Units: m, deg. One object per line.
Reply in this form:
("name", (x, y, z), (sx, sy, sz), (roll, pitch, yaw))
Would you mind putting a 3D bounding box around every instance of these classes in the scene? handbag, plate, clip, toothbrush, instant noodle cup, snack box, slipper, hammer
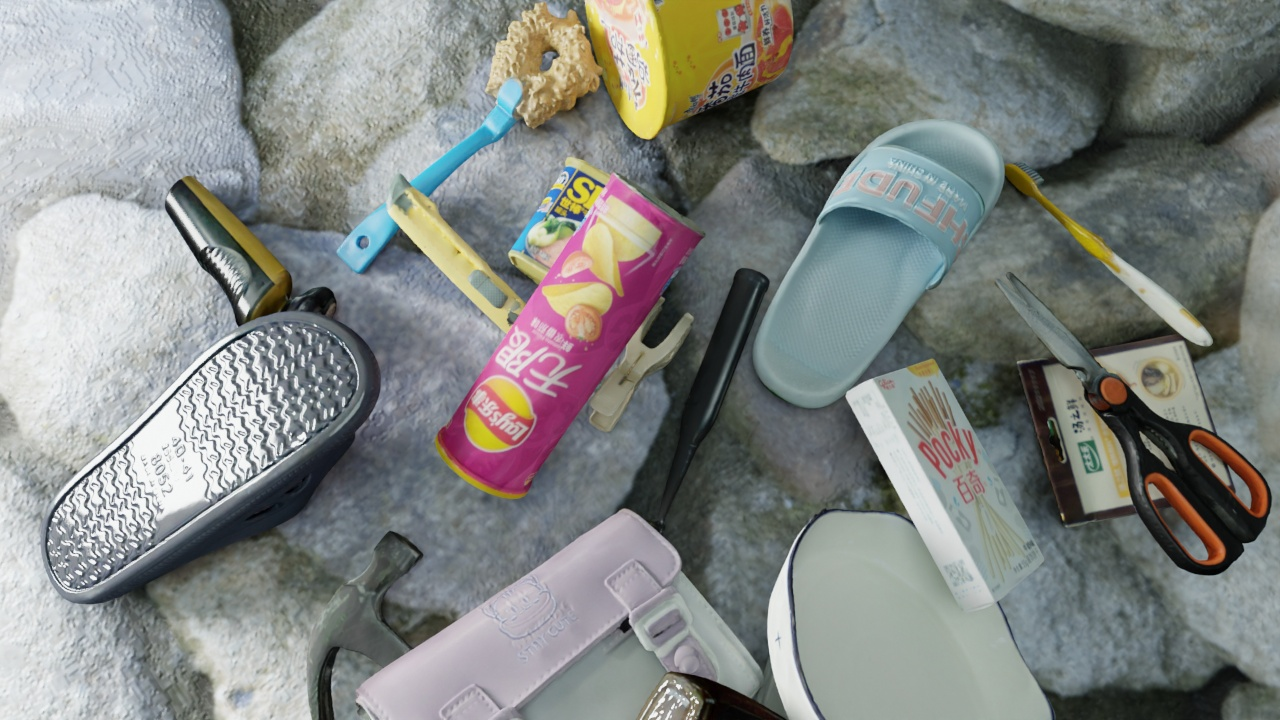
("handbag", (-0.046, 0.195, 0.539), (0.196, 0.099, 0.145), (-31, 70, -29))
("plate", (0.157, 0.185, 0.543), (0.204, 0.046, 0.204), (23, 41, -22))
("clip", (-0.003, 0.002, 0.637), (0.034, 0.072, 0.100), (35, 75, 7))
("toothbrush", (0.042, 0.034, 0.638), (0.026, 0.027, 0.212), (12, 73, 40))
("instant noodle cup", (0.036, -0.239, 0.653), (0.109, 0.138, 0.138), (-20, 77, -13))
("snack box", (0.320, 0.048, 0.624), (0.125, 0.053, 0.113), (-10, 77, -3))
("toothbrush", (0.330, -0.080, 0.652), (0.018, 0.016, 0.191), (-28, 62, -18))
("slipper", (0.165, -0.076, 0.642), (0.104, 0.074, 0.245), (35, 80, 8))
("snack box", (0.202, 0.078, 0.607), (0.084, 0.027, 0.156), (-14, 73, -45))
("hammer", (-0.075, 0.255, 0.582), (0.323, 0.032, 0.126), (36, 79, 7))
("slipper", (-0.273, 0.066, 0.608), (0.268, 0.083, 0.110), (-35, 70, 10))

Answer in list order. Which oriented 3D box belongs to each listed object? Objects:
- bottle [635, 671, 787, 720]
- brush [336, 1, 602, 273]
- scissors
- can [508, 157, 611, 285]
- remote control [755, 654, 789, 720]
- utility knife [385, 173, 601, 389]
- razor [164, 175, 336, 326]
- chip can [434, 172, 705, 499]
("bottle", (0.071, 0.242, 0.515), (0.195, 0.044, 0.079), (39, 74, -31))
("brush", (-0.127, -0.162, 0.677), (0.083, 0.046, 0.254), (43, 85, 8))
("scissors", (0.321, 0.026, 0.600), (0.141, 0.022, 0.234), (-13, 74, -17))
("can", (-0.030, -0.081, 0.650), (0.102, 0.057, 0.083), (31, 80, 7))
("remote control", (0.097, 0.245, 0.590), (0.058, 0.021, 0.149), (21, 76, -2))
("utility knife", (-0.107, -0.051, 0.655), (0.031, 0.022, 0.210), (-45, 95, 2))
("razor", (-0.279, -0.069, 0.651), (0.167, 0.062, 0.067), (45, 50, 15))
("chip can", (-0.046, -0.014, 0.585), (0.071, 0.071, 0.211), (37, 103, 8))
